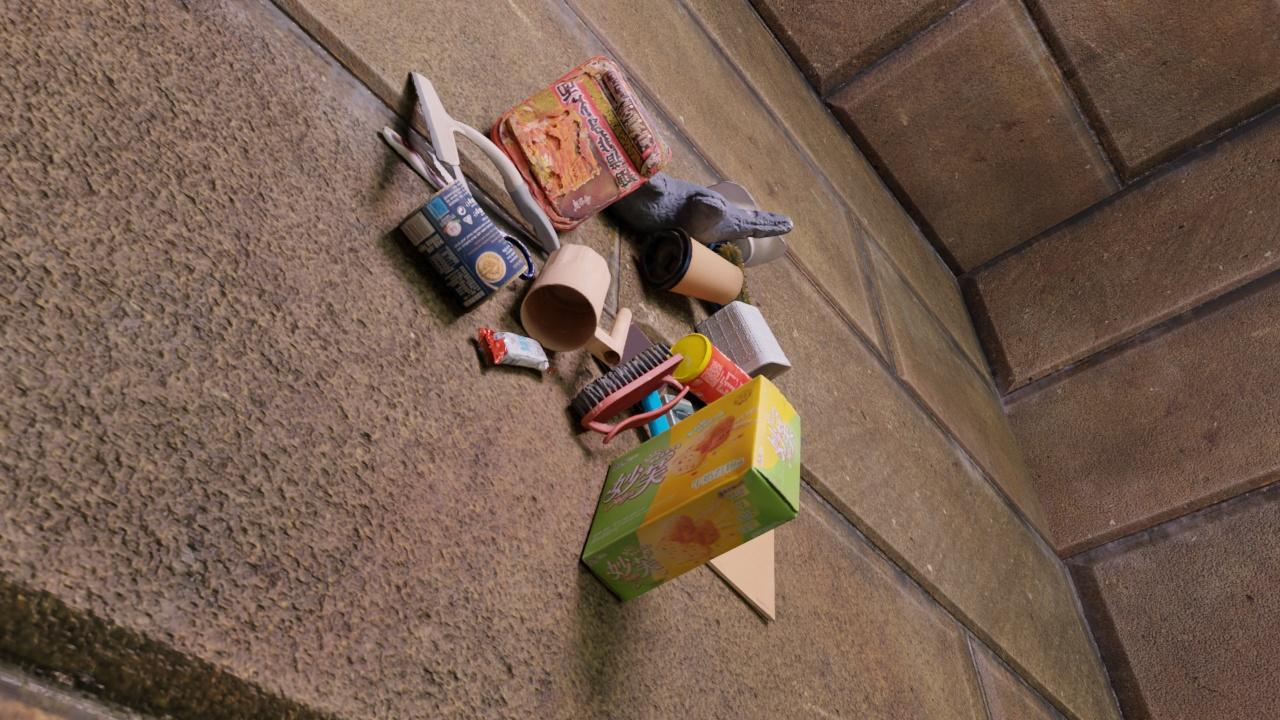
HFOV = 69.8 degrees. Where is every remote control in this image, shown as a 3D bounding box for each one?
[{"bbox_3d":[0.060,0.106,1.134,0.056,0.019,0.135,20,44,-47],"label":"remote control"}]

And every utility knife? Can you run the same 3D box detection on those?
[{"bbox_3d":[0.019,0.072,1.081,0.034,0.018,0.166,-10,82,-58],"label":"utility knife"}]

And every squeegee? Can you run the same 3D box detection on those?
[{"bbox_3d":[-0.151,-0.199,1.029,0.246,0.039,0.246,49,9,-39],"label":"squeegee"}]

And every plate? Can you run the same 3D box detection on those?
[{"bbox_3d":[0.129,-0.198,1.434,0.164,0.164,0.034,48,54,-26],"label":"plate"}]

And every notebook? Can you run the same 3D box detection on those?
[{"bbox_3d":[0.122,0.205,1.160,0.149,0.012,0.211,45,30,-23],"label":"notebook"}]

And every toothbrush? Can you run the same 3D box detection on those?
[{"bbox_3d":[-0.203,-0.181,0.983,0.187,0.017,0.016,45,34,-28],"label":"toothbrush"}]

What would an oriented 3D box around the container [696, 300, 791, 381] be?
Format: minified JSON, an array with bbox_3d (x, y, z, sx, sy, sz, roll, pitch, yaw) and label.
[{"bbox_3d":[0.148,-0.020,1.349,0.089,0.090,0.111,11,51,-57],"label":"container"}]

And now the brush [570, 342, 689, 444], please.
[{"bbox_3d":[-0.009,0.041,1.010,0.145,0.063,0.069,-30,73,-41],"label":"brush"}]

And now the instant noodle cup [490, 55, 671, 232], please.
[{"bbox_3d":[-0.077,-0.268,1.161,0.164,0.188,0.079,57,-9,-8],"label":"instant noodle cup"}]

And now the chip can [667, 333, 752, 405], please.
[{"bbox_3d":[0.127,0.045,1.260,0.216,0.073,0.073,37,35,-37],"label":"chip can"}]

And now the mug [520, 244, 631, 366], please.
[{"bbox_3d":[-0.064,-0.060,1.017,0.124,0.084,0.103,36,31,-14],"label":"mug"}]

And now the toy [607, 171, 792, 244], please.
[{"bbox_3d":[0.045,-0.227,1.310,0.356,0.138,0.091,17,67,-18],"label":"toy"}]

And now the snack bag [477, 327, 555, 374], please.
[{"bbox_3d":[-0.125,-0.010,0.934,0.105,0.026,0.045,12,44,-57],"label":"snack bag"}]

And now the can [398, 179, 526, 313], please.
[{"bbox_3d":[-0.174,-0.112,0.898,0.111,0.075,0.075,53,27,-13],"label":"can"}]

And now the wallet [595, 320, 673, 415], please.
[{"bbox_3d":[-0.007,0.007,1.131,0.096,0.020,0.122,53,28,-5],"label":"wallet"}]

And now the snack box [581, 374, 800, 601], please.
[{"bbox_3d":[0.052,0.124,0.899,0.070,0.211,0.157,48,28,-19],"label":"snack box"}]

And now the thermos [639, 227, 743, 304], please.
[{"bbox_3d":[0.075,-0.129,1.305,0.143,0.093,0.093,18,47,-38],"label":"thermos"}]

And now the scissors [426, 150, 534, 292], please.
[{"bbox_3d":[-0.168,-0.151,0.987,0.146,0.012,0.169,14,62,-42],"label":"scissors"}]

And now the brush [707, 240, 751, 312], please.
[{"bbox_3d":[0.132,-0.121,1.430,0.073,0.055,0.144,30,-42,62],"label":"brush"}]
